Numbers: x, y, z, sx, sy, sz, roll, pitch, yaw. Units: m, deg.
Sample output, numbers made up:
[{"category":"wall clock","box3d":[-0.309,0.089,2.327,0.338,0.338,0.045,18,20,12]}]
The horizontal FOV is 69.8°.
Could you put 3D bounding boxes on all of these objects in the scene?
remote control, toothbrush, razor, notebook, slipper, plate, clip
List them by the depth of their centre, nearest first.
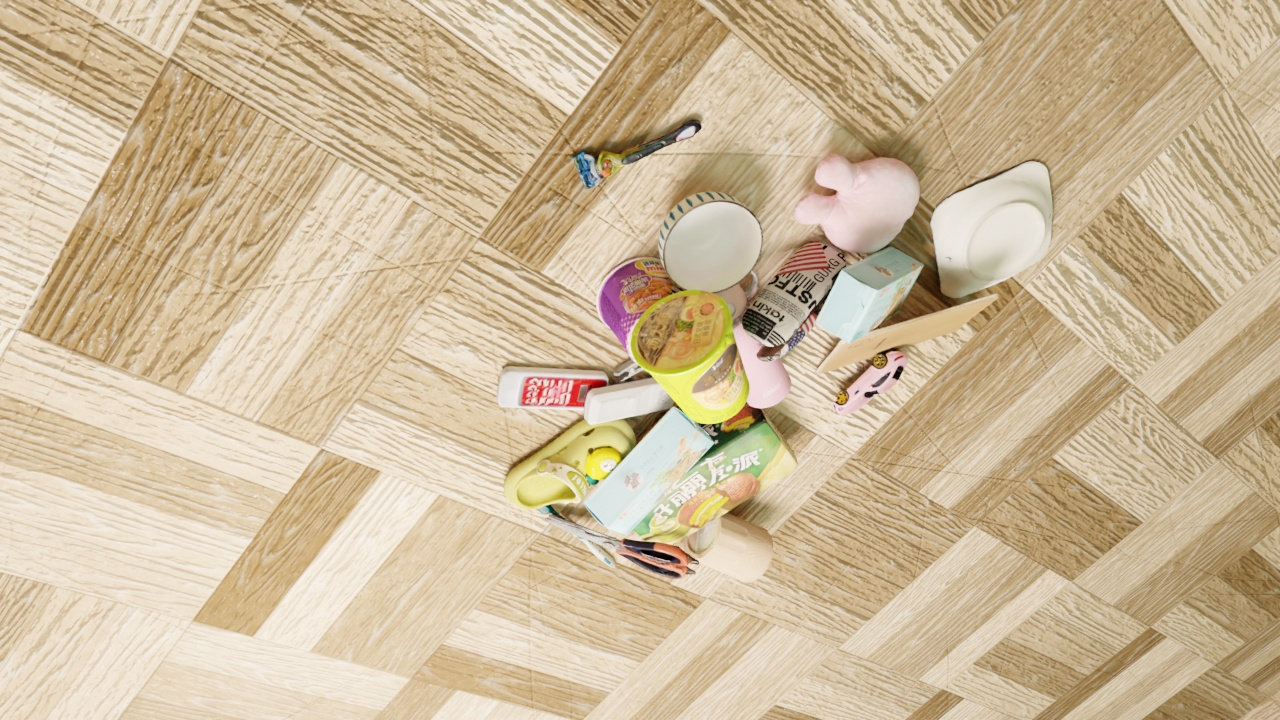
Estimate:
[{"category":"razor","box3d":[0.001,-0.224,0.979,0.142,0.022,0.043,-22,130,-2]},{"category":"remote control","box3d":[-0.108,0.035,1.132,0.135,0.020,0.056,3,124,-20]},{"category":"clip","box3d":[-0.007,0.007,1.142,0.058,0.026,0.038,-30,120,12]},{"category":"remote control","box3d":[-0.011,0.050,1.158,0.124,0.024,0.049,-11,130,-28]},{"category":"plate","box3d":[0.456,-0.157,1.167,0.163,0.034,0.164,-24,128,0]},{"category":"notebook","box3d":[0.338,-0.032,1.181,0.207,0.008,0.148,-17,165,-6]},{"category":"slipper","box3d":[-0.087,0.148,1.184,0.191,0.081,0.091,-30,131,8]},{"category":"toothbrush","box3d":[-0.090,0.247,1.294,0.018,0.016,0.191,-28,129,16]}]

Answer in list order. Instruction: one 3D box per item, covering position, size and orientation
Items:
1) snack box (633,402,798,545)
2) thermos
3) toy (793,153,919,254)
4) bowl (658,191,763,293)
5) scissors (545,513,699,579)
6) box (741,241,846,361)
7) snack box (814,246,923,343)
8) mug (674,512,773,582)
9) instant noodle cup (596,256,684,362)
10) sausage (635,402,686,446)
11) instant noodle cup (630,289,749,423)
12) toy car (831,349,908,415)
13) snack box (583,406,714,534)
[{"category":"snack box","box3d":[0.086,0.158,1.255,0.240,0.063,0.114,-33,130,8]},{"category":"thermos","box3d":[0.131,-0.033,1.133,0.087,0.067,0.199,-33,127,-1]},{"category":"toy","box3d":[0.252,-0.185,1.065,0.159,0.054,0.121,13,119,-33]},{"category":"bowl","box3d":[0.073,-0.140,1.034,0.116,0.066,0.117,-8,126,-12]},{"category":"scissors","box3d":[-0.023,0.248,1.254,0.186,0.015,0.208,-11,137,32]},{"category":"box","box3d":[0.191,-0.062,1.101,0.162,0.076,0.087,-49,151,-23]},{"category":"snack box","box3d":[0.276,-0.081,1.095,0.174,0.051,0.074,-25,144,-53]},{"category":"mug","box3d":[0.113,0.267,1.330,0.103,0.084,0.125,28,151,-30]},{"category":"instant noodle cup","box3d":[0.014,-0.050,1.060,0.111,0.099,0.112,-9,125,-13]},{"category":"sausage","box3d":[0.013,0.105,1.220,0.021,0.021,0.165,32,110,-33]},{"category":"instant noodle cup","box3d":[0.064,0.004,0.992,0.112,0.111,0.123,-30,136,4]},{"category":"toy car","box3d":[0.314,0.033,1.247,0.122,0.037,0.056,-47,149,18]},{"category":"snack box","box3d":[0.012,0.143,1.175,0.175,0.051,0.074,-47,155,2]}]
